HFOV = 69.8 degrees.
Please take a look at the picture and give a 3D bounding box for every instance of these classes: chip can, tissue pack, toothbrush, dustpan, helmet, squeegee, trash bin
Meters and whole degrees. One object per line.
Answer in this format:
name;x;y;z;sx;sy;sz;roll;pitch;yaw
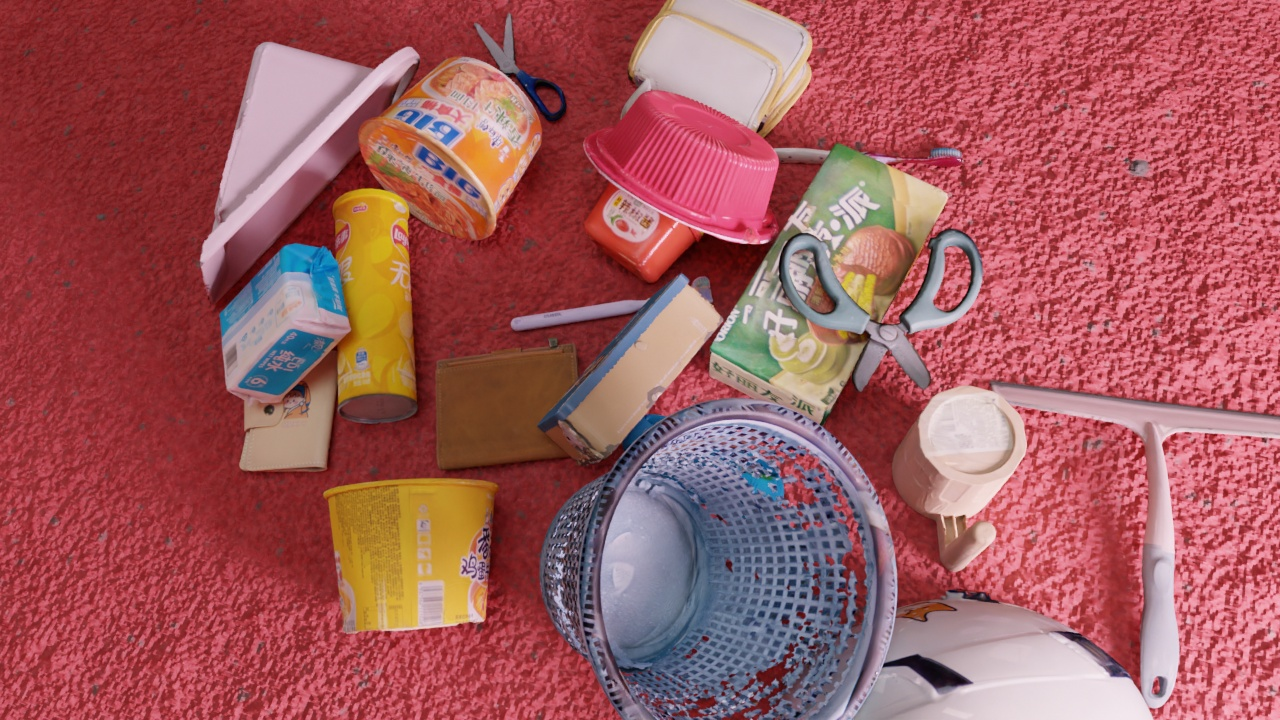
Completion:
chip can;-0.247;-0.052;0.850;0.072;0.072;0.213;-9;68;3
tissue pack;-0.315;-0.031;0.811;0.140;0.063;0.090;-38;55;26
toothbrush;0.215;-0.199;0.886;0.188;0.016;0.017;4;60;8
dustpan;-0.299;-0.172;0.844;0.138;0.223;0.273;13;83;-21
helmet;0.228;0.266;0.617;0.274;0.157;0.229;-8;67;3
toothbrush;-0.028;-0.048;0.849;0.189;0.021;0.029;-10;64;5
squeegee;0.401;0.139;0.714;0.248;0.040;0.249;7;69;9
trash bin;0.029;0.149;0.646;0.226;0.195;0.226;4;79;-24

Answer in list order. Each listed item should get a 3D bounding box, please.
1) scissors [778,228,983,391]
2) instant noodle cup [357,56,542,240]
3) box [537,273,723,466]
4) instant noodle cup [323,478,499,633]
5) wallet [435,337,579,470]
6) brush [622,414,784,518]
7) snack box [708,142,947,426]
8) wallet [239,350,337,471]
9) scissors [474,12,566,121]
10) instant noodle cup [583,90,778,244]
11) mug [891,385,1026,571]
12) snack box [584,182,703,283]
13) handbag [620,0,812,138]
scissors;0.210;-0.061;0.761;0.179;0.019;0.170;-32;69;-9
instant noodle cup;-0.172;-0.205;0.869;0.151;0.151;0.111;25;64;16
box;-0.005;0.005;0.774;0.059;0.090;0.183;42;66;-7
instant noodle cup;-0.179;0.157;0.728;0.138;0.138;0.109;-5;76;4
wallet;-0.118;0.033;0.819;0.131;0.035;0.119;-6;67;2
brush;0.050;0.086;0.757;0.144;0.073;0.055;24;78;15
snack box;0.166;-0.067;0.810;0.114;0.063;0.239;29;74;13
wallet;-0.324;0.046;0.844;0.087;0.024;0.115;-4;68;7
scissors;-0.132;-0.303;0.972;0.157;0.012;0.165;15;69;14
instant noodle cup;0.048;-0.180;0.807;0.194;0.193;0.066;36;119;19
mug;0.248;0.093;0.714;0.084;0.104;0.124;-1;67;6
snack box;0.002;-0.125;0.850;0.091;0.082;0.080;38;90;20
handbag;0.064;-0.280;0.916;0.163;0.063;0.178;32;78;19
